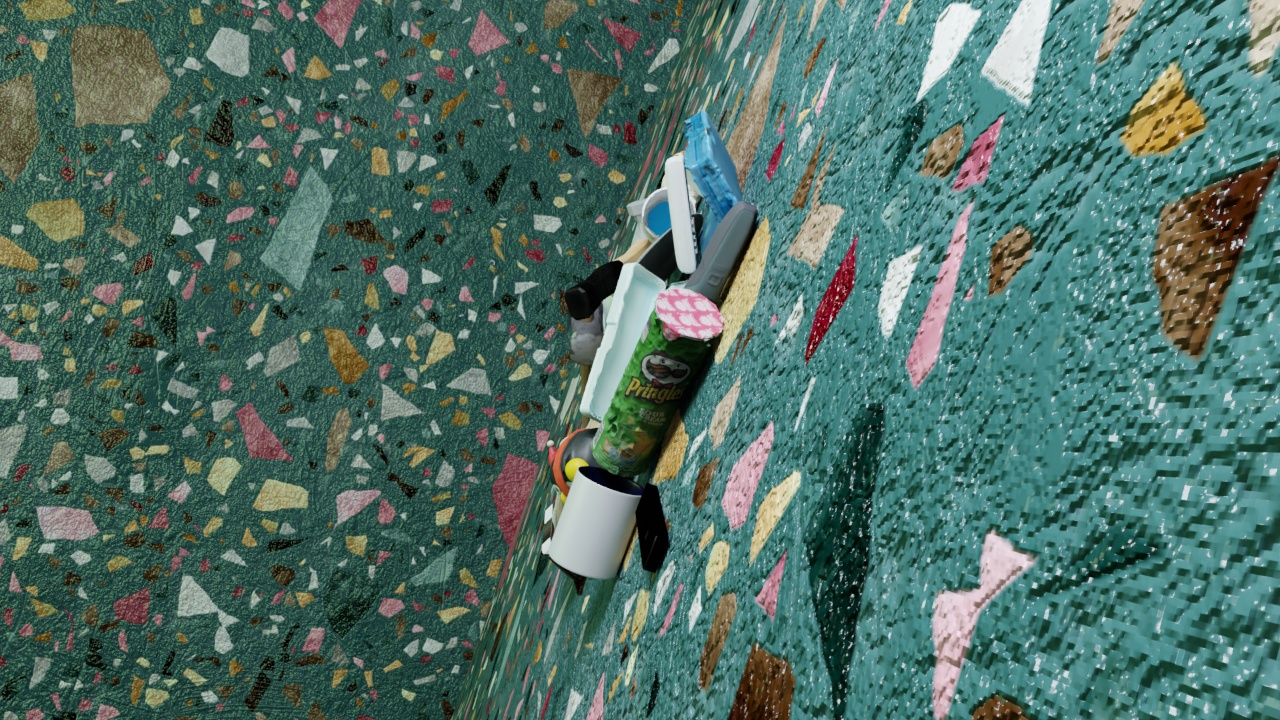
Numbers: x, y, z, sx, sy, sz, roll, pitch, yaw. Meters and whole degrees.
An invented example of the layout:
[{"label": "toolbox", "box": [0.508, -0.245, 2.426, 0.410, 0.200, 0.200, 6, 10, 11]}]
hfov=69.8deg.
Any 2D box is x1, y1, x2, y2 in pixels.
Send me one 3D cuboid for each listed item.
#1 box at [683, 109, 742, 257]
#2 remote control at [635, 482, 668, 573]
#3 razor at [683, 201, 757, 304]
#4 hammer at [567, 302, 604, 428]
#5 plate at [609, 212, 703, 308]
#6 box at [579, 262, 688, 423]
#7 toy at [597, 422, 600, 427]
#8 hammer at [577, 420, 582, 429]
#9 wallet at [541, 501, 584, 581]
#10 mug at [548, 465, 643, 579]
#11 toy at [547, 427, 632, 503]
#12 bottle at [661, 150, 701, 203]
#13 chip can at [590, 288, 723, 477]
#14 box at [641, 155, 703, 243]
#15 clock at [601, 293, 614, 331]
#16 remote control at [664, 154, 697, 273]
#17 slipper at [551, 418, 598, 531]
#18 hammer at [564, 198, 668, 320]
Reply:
[{"label": "box", "box": [0.087, -0.182, 1.046, 0.231, 0.066, 0.173, -86, -11, -62]}, {"label": "remote control", "box": [0.010, 0.155, 0.867, 0.150, 0.013, 0.034, -106, 36, -79]}, {"label": "razor", "box": [0.077, -0.097, 0.923, 0.052, 0.047, 0.143, -86, 21, -60]}, {"label": "hammer", "box": [-0.080, 0.051, 1.401, 0.098, 0.052, 0.329, -98, 7, -48]}, {"label": "plate", "box": [0.018, -0.127, 1.209, 0.178, 0.012, 0.178, -45, -11, -12]}, {"label": "box", "box": [0.013, -0.013, 1.084, 0.096, 0.085, 0.198, 4, 72, 41]}, {"label": "toy", "box": [-0.025, 0.046, 1.224, 0.197, 0.065, 0.263, 110, 173, -52]}, {"label": "hammer", "box": [-0.029, 0.008, 1.471, 0.323, 0.043, 0.155, 120, 167, -46]}, {"label": "wallet", "box": [-0.102, 0.247, 1.255, 0.019, 0.072, 0.123, -45, 14, 11]}, {"label": "mug", "box": [-0.040, 0.173, 0.999, 0.111, 0.079, 0.097, 4, -73, -68]}, {"label": "toy", "box": [-0.066, 0.133, 1.118, 0.119, 0.097, 0.099, -25, 30, 48]}, {"label": "bottle", "box": [0.060, -0.251, 1.356, 0.063, 0.063, 0.109, -84, 16, -62]}, {"label": "chip can", "box": [0.012, 0.030, 0.951, 0.075, 0.075, 0.224, -79, 10, -49]}, {"label": "box", "box": [0.050, -0.215, 1.261, 0.118, 0.084, 0.160, -44, 1, 3]}, {"label": "clock", "box": [-0.036, -0.079, 1.378, 0.119, 0.042, 0.094, 108, 156, -80]}, {"label": "remote control", "box": [0.049, -0.172, 1.084, 0.060, 0.025, 0.138, -73, -25, -75]}, {"label": "slipper", "box": [-0.086, 0.153, 1.285, 0.262, 0.052, 0.115, -68, -21, -59]}, {"label": "hammer", "box": [-0.028, -0.130, 1.289, 0.327, 0.039, 0.131, -49, -55, -61]}]
